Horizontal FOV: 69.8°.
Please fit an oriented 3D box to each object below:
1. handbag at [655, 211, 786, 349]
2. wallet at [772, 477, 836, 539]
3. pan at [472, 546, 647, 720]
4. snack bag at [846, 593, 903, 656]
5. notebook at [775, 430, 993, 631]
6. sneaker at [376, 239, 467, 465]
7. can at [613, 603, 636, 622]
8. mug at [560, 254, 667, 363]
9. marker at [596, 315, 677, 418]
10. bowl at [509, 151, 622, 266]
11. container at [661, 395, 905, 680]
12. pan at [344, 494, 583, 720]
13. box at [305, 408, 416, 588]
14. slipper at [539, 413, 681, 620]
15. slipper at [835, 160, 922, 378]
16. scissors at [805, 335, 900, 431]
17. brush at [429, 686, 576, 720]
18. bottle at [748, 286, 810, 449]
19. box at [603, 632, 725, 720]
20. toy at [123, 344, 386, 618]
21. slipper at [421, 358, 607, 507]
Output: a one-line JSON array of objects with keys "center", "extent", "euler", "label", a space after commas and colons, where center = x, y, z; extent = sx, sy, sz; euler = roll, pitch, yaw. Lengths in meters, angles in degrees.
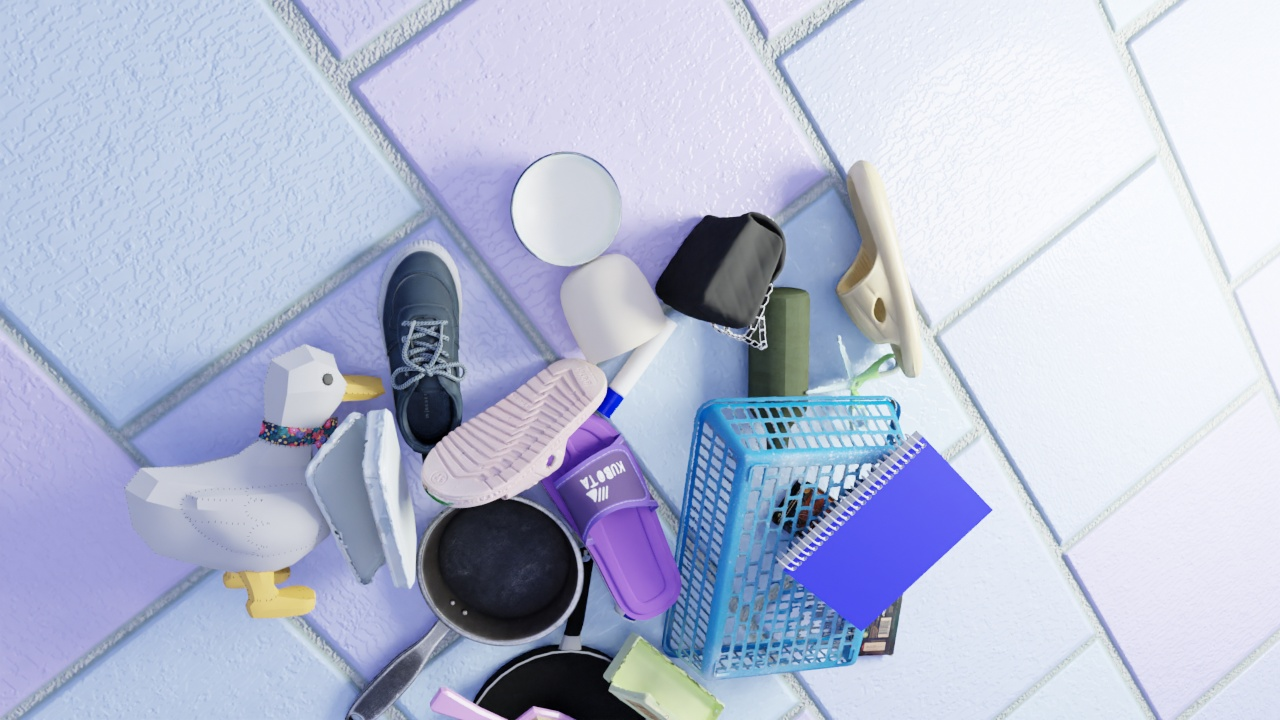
[{"center": [0.104, -0.094, 0.997], "extent": [0.114, 0.154, 0.125], "euler": [28, 89, -16], "label": "handbag"}, {"center": [0.231, 0.207, 1.168], "extent": [0.123, 0.019, 0.072], "euler": [35, 88, -20], "label": "wallet"}, {"center": [-0.093, 0.388, 1.110], "extent": [0.225, 0.034, 0.356], "euler": [6, 100, -17], "label": "pan"}, {"center": [0.313, 0.321, 1.216], "extent": [0.074, 0.018, 0.155], "euler": [3, 101, -17], "label": "snack bag"}, {"center": [0.276, 0.195, 1.034], "extent": [0.209, 0.022, 0.171], "euler": [-45, 120, 7], "label": "notebook"}, {"center": [-0.226, -0.005, 0.958], "extent": [0.089, 0.087, 0.236], "euler": [-5, 104, -14], "label": "sneaker"}, {"center": [0.004, 0.269, 1.111], "extent": [0.032, 0.032, 0.095], "euler": [29, 93, -19], "label": "can"}, {"center": [-0.028, -0.067, 1.002], "extent": [0.119, 0.096, 0.100], "euler": [-36, 104, -45], "label": "mug"}, {"center": [-0.006, 0.006, 1.055], "extent": [0.023, 0.027, 0.133], "euler": [37, 88, -20], "label": "marker"}, {"center": [-0.083, -0.162, 0.976], "extent": [0.118, 0.062, 0.118], "euler": [-3, 102, -15], "label": "bowl"}, {"center": [0.176, 0.222, 1.081], "extent": [0.257, 0.089, 0.363], "euler": [-1, 114, -16], "label": "container"}, {"center": [-0.215, 0.293, 1.045], "extent": [0.187, 0.055, 0.357], "euler": [42, 102, -9], "label": "pan"}, {"center": [-0.254, 0.145, 0.938], "extent": [0.216, 0.083, 0.122], "euler": [84, 29, -46], "label": "box"}, {"center": [-0.028, 0.173, 1.029], "extent": [0.107, 0.084, 0.266], "euler": [-28, 98, -15], "label": "slipper"}, {"center": [0.265, -0.101, 1.075], "extent": [0.079, 0.111, 0.261], "euler": [-14, 102, 10], "label": "slipper"}, {"center": [0.258, 0.034, 1.109], "extent": [0.171, 0.025, 0.160], "euler": [-11, 125, -34], "label": "scissors"}, {"center": [-0.141, 0.443, 1.066], "extent": [0.228, 0.043, 0.089], "euler": [34, 92, -22], "label": "brush"}, {"center": [0.162, 0.020, 1.080], "extent": [0.071, 0.071, 0.207], "euler": [-5, 103, -15], "label": "bottle"}, {"center": [0.046, 0.411, 1.117], "extent": [0.188, 0.092, 0.083], "euler": [47, 53, -32], "label": "box"}, {"center": [-0.375, 0.118, 0.915], "extent": [0.246, 0.141, 0.268], "euler": [-5, 107, -41], "label": "toy"}, {"center": [-0.125, 0.086, 0.979], "extent": [0.238, 0.094, 0.065], "euler": [-40, 149, -36], "label": "slipper"}]
